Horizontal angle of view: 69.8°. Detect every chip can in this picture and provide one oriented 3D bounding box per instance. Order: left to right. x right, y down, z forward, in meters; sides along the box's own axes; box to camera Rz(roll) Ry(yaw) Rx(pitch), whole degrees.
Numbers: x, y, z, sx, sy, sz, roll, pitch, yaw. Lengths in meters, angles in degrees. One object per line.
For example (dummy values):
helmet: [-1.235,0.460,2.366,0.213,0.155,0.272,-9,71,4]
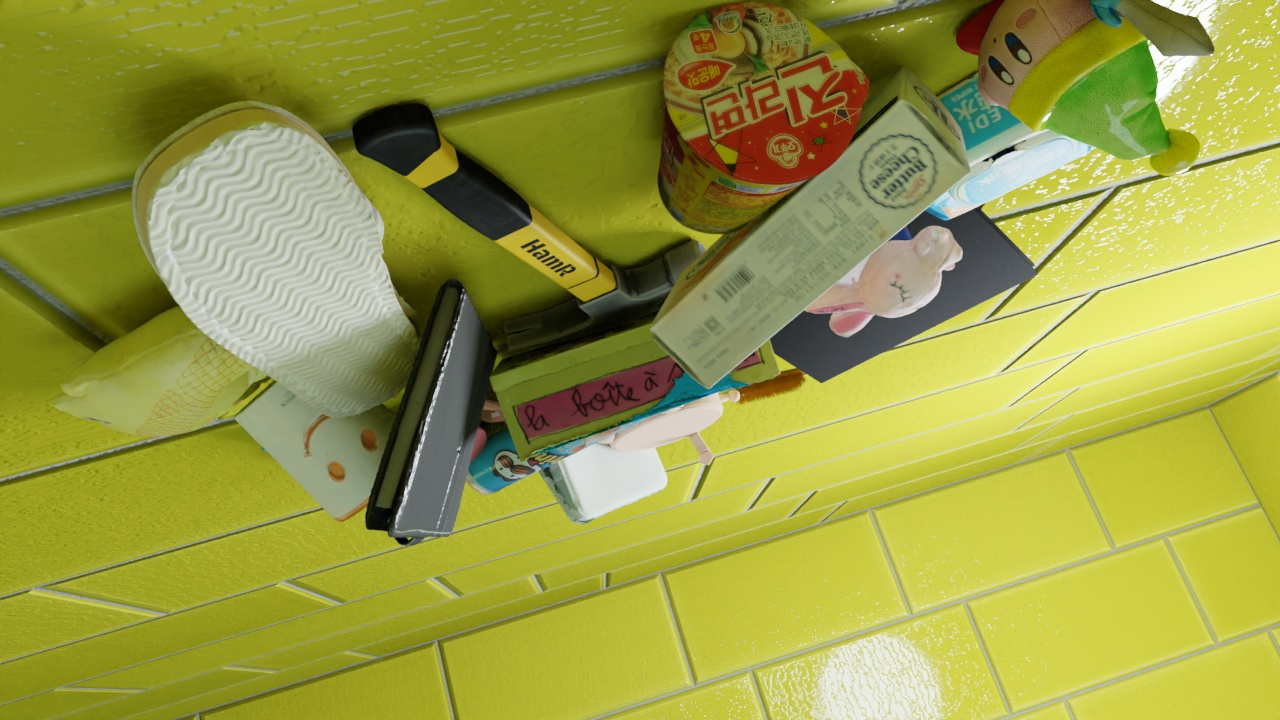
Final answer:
chip can: [-0.073,0.056,0.898,0.230,0.079,0.079,-27,159,23]

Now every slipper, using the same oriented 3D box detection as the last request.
slipper: [-0.187,-0.042,0.513,0.114,0.054,0.273,-38,157,-15]

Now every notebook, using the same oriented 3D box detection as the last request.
notebook: [-0.141,0.048,0.652,0.029,0.169,0.209,14,169,3]
notebook: [0.208,-0.063,0.821,0.232,0.019,0.169,-31,137,34]

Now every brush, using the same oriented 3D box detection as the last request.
brush: [0.180,0.028,1.132,0.126,0.017,0.048,-13,160,-15]

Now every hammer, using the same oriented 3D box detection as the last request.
hammer: [-0.075,-0.078,0.599,0.170,0.034,0.324,-22,159,16]

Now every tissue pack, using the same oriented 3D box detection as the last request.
tissue pack: [0.242,-0.151,0.621,0.145,0.061,0.092,-28,158,26]

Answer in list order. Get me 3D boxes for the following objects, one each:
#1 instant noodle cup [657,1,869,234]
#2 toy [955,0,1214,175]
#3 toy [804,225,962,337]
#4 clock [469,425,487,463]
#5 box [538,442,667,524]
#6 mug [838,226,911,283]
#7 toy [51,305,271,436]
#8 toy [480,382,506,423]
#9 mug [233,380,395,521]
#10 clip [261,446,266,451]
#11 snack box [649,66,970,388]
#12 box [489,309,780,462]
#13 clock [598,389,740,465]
instant noodle cup: [0.050,-0.120,0.505,0.100,0.100,0.113,-13,170,-14]
toy: [0.241,-0.161,0.485,0.096,0.131,0.124,-6,158,-18]
toy: [0.165,-0.050,0.622,0.063,0.047,0.110,15,147,-44]
clock: [-0.195,0.075,0.852,0.087,0.044,0.124,-45,157,15]
box: [-0.038,0.119,1.033,0.063,0.118,0.213,-36,166,20]
mug: [0.131,-0.092,0.665,0.112,0.076,0.075,-22,161,12]
toy: [-0.291,0.008,0.594,0.154,0.064,0.171,-21,171,-47]
toy: [-0.136,0.038,0.840,0.101,0.041,0.055,11,-174,-38]
mug: [-0.225,0.051,0.665,0.082,0.105,0.082,-37,-165,12]
clip: [-0.293,0.081,0.851,0.120,0.033,0.119,-7,162,-28]
snack box: [0.103,-0.082,0.574,0.208,0.057,0.104,-42,-171,29]
box: [-0.005,0.004,0.758,0.221,0.079,0.124,-20,-173,2]
clock: [0.024,0.064,1.007,0.131,0.086,0.160,-27,153,25]
